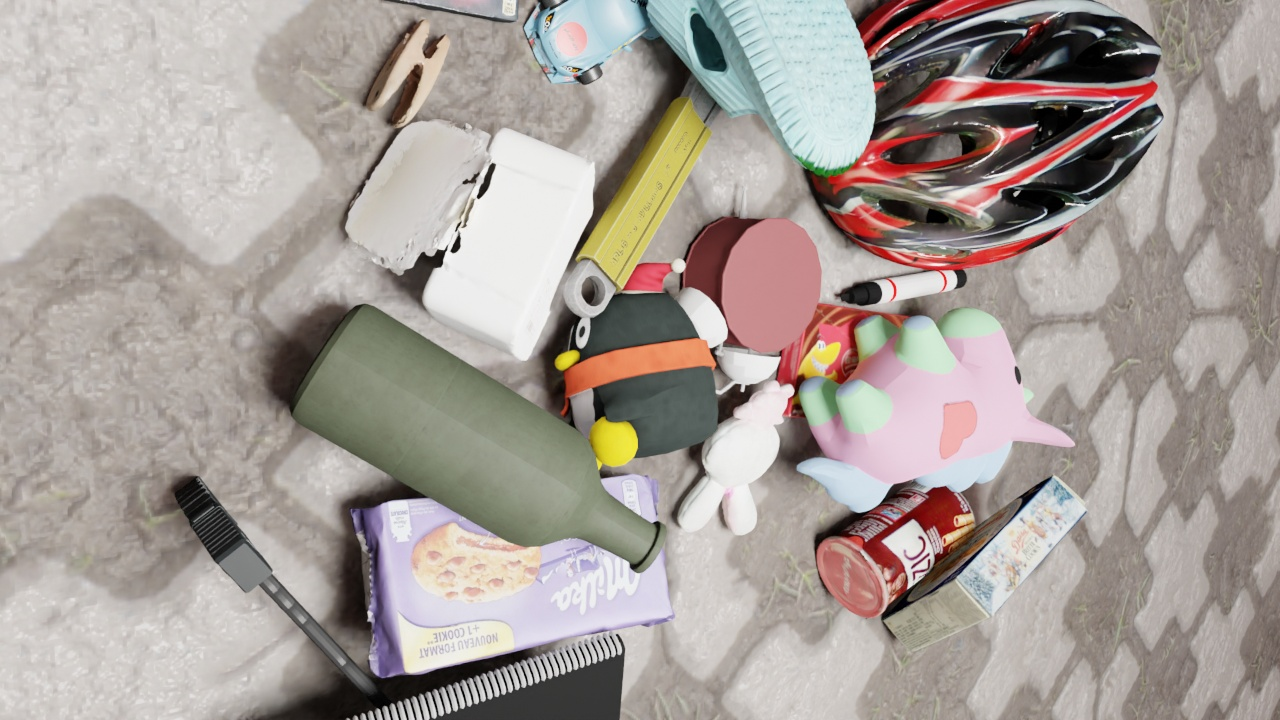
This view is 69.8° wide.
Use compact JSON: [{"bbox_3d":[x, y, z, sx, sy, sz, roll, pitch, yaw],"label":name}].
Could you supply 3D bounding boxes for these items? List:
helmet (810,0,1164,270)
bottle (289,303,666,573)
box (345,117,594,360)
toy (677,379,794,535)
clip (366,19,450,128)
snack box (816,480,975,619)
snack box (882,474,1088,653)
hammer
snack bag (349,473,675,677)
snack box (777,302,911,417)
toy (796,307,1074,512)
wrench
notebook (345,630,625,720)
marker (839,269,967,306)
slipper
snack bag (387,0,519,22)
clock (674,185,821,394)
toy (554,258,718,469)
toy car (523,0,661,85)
[{"bbox_3d":[0.256,-0.177,0.688,0.271,0.167,0.217,-20,108,-18],"label":"helmet"},{"bbox_3d":[-0.079,0.052,0.493,0.207,0.071,0.071,33,79,-13],"label":"bottle"},{"bbox_3d":[-0.102,-0.074,0.496,0.130,0.103,0.110,21,84,1],"label":"box"},{"bbox_3d":[0.072,0.069,0.664,0.075,0.037,0.125,6,110,-41],"label":"toy"},{"bbox_3d":[-0.123,-0.152,0.493,0.047,0.025,0.062,-3,94,-39],"label":"clip"},{"bbox_3d":[0.214,0.153,0.765,0.121,0.072,0.072,-25,113,-30],"label":"snack box"},{"bbox_3d":[0.294,0.179,0.793,0.144,0.145,0.042,-35,73,-26],"label":"snack box"},{"bbox_3d":[-0.153,0.189,0.524,0.015,0.095,0.325,-41,129,-22],"label":"hammer"},{"bbox_3d":[-0.068,0.125,0.550,0.205,0.059,0.096,0,69,-35],"label":"snack bag"},{"bbox_3d":[0.164,0.003,0.729,0.132,0.021,0.089,4,98,-36],"label":"snack box"},{"bbox_3d":[0.214,0.048,0.698,0.221,0.120,0.171,-43,112,-21],"label":"toy"},{"bbox_3d":[0.022,-0.141,0.574,0.083,0.018,0.272,44,64,-32],"label":"wrench"},{"bbox_3d":[-0.109,0.238,0.530,0.206,0.016,0.149,-12,129,-21],"label":"notebook"},{"bbox_3d":[0.215,-0.060,0.754,0.145,0.019,0.019,-11,106,-33],"label":"marker"},{"bbox_3d":[0.059,-0.231,0.552,0.115,0.070,0.276,-18,84,-39],"label":"slipper"},{"bbox_3d":[-0.131,-0.225,0.475,0.155,0.018,0.074,-3,102,-33],"label":"snack bag"},{"bbox_3d":[0.072,-0.044,0.636,0.096,0.048,0.137,35,79,-35],"label":"clock"},{"bbox_3d":[-0.004,0.003,0.569,0.099,0.098,0.119,-9,82,-22],"label":"toy"},{"bbox_3d":[-0.017,-0.210,0.552,0.107,0.027,0.060,-41,120,-22],"label":"toy car"}]
